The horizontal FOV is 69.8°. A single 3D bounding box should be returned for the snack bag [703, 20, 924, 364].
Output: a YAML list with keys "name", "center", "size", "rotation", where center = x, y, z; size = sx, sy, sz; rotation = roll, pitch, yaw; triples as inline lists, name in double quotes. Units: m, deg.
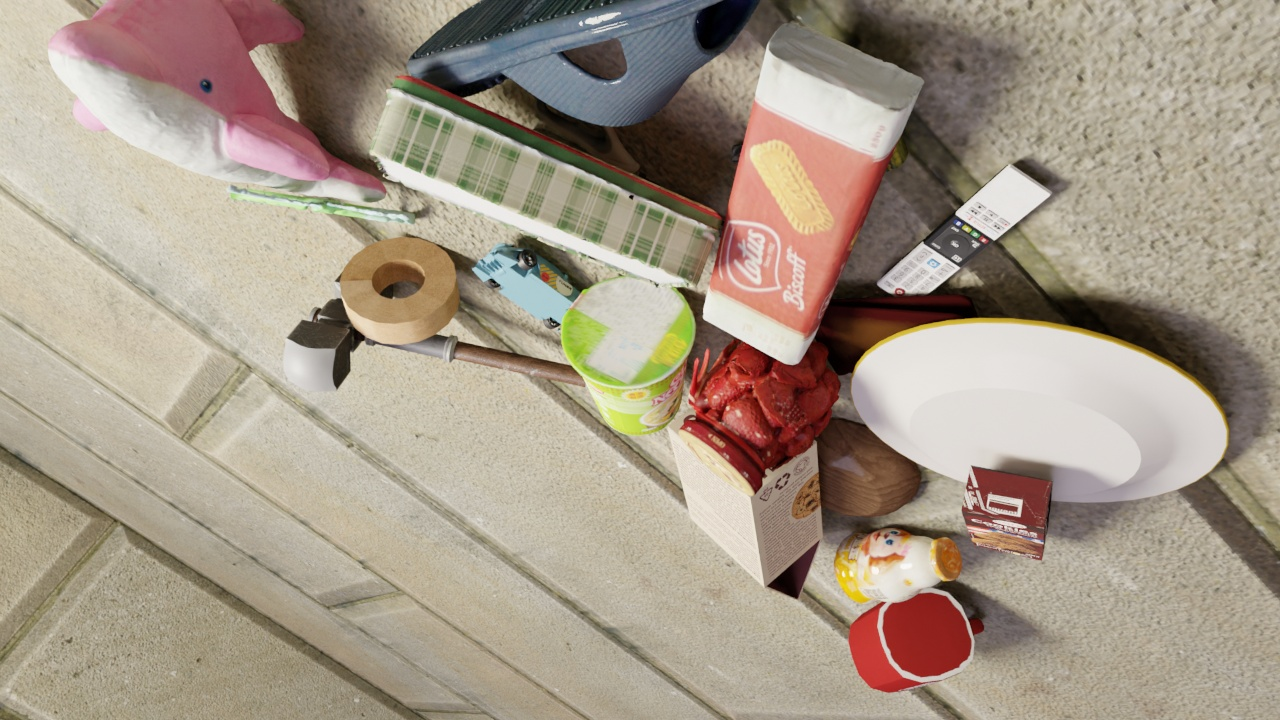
- name: "snack bag"
  center: [0.088, -0.082, 0.531]
  size: [0.077, 0.041, 0.226]
  rotation: [29, 147, 13]

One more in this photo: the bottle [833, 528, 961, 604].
- name: "bottle"
  center: [0.222, 0.176, 0.792]
  size: [0.063, 0.063, 0.109]
  rotation: [42, 144, -19]

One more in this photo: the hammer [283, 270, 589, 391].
- name: "hammer"
  center: [-0.126, -0.002, 0.791]
  size: [0.322, 0.155, 0.043]
  rotation: [12, 125, 1]

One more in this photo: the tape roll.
- name: "tape roll"
  center: [-0.199, -0.059, 0.761]
  size: [0.094, 0.093, 0.027]
  rotation: [21, 146, 11]

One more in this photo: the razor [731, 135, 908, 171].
- name: "razor"
  center: [0.096, -0.126, 0.525]
  size: [0.106, 0.026, 0.042]
  rotation: [1, 140, 41]

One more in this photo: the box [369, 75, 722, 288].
- name: "box"
  center: [-0.059, -0.102, 0.565]
  size: [0.205, 0.050, 0.118]
  rotation: [22, 180, -10]

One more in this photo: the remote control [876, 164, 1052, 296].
- name: "remote control"
  center: [0.186, -0.071, 0.538]
  size: [0.028, 0.011, 0.124]
  rotation: [32, 146, -5]

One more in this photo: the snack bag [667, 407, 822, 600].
- name: "snack bag"
  center: [0.095, 0.124, 0.778]
  size: [0.094, 0.069, 0.207]
  rotation: [40, 157, 37]

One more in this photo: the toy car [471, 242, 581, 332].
- name: "toy car"
  center: [-0.078, -0.059, 0.732]
  size: [0.107, 0.027, 0.060]
  rotation: [35, 147, -27]

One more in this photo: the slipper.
- name: "slipper"
  center: [-0.021, -0.165, 0.489]
  size: [0.264, 0.101, 0.082]
  rotation: [0, 136, 41]

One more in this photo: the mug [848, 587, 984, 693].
- name: "mug"
  center: [0.263, 0.257, 0.850]
  size: [0.116, 0.080, 0.097]
  rotation: [-11, 157, -9]

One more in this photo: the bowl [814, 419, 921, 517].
- name: "bowl"
  center: [0.168, 0.096, 0.755]
  size: [0.118, 0.030, 0.118]
  rotation: [19, 145, 14]

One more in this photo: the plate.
- name: "plate"
  center: [0.251, 0.047, 0.605]
  size: [0.230, 0.021, 0.230]
  rotation: [17, 153, 9]

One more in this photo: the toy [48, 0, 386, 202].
- name: "toy"
  center: [-0.278, -0.185, 0.627]
  size: [0.187, 0.128, 0.265]
  rotation: [19, 177, 10]

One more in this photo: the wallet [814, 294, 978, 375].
- name: "wallet"
  center: [0.169, -0.013, 0.611]
  size: [0.116, 0.018, 0.091]
  rotation: [4, 149, 37]

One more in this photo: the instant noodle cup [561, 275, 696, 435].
- name: "instant noodle cup"
  center: [-0.004, 0.004, 0.712]
  size: [0.099, 0.098, 0.108]
  rotation: [18, 153, 16]

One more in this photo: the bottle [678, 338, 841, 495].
- name: "bottle"
  center: [0.082, 0.027, 0.650]
  size: [0.099, 0.111, 0.099]
  rotation: [41, 170, 9]

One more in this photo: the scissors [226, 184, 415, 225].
- name: "scissors"
  center: [-0.236, -0.117, 0.687]
  size: [0.171, 0.021, 0.172]
  rotation: [14, -177, 25]

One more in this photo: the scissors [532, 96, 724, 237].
- name: "scissors"
  center: [-0.009, -0.119, 0.620]
  size: [0.133, 0.012, 0.169]
  rotation: [-11, 134, 44]

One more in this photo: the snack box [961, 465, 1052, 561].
- name: "snack box"
  center: [0.264, 0.112, 0.658]
  size: [0.051, 0.031, 0.141]
  rotation: [10, 165, 26]
